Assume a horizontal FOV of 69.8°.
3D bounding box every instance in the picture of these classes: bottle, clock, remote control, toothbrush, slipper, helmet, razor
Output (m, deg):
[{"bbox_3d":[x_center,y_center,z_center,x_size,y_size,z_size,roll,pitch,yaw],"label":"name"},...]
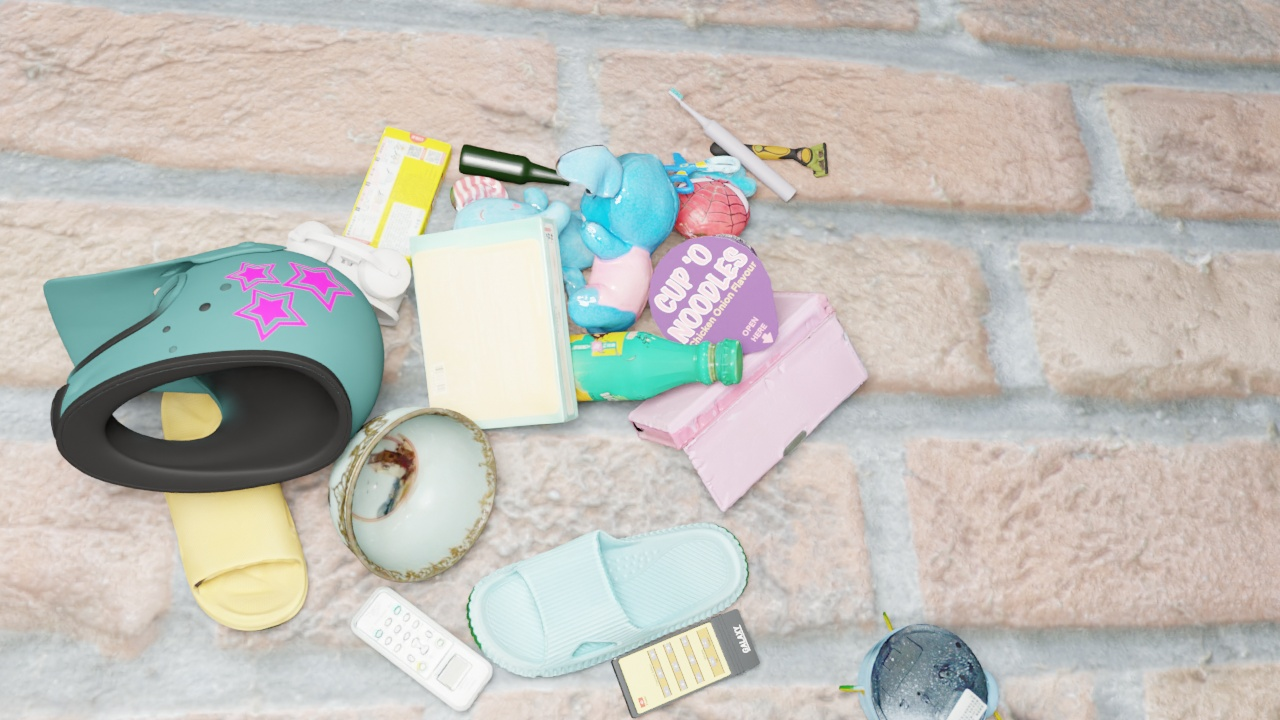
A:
[{"bbox_3d":[-0.139,-0.214,1.025,0.123,0.033,0.033,10,68,-6],"label":"bottle"},{"bbox_3d":[-0.280,-0.082,0.885,0.120,0.159,0.061,20,76,-1],"label":"clock"},{"bbox_3d":[-0.199,0.263,0.837,0.133,0.022,0.050,35,67,5],"label":"remote control"},{"bbox_3d":[0.043,0.287,0.872,0.133,0.013,0.058,-19,73,-16],"label":"remote control"},{"bbox_3d":[-0.005,0.005,0.901,0.210,0.068,0.068,-2,67,17],"label":"bottle"},{"bbox_3d":[0.105,-0.252,1.067,0.188,0.018,0.019,39,90,-6],"label":"toothbrush"},{"bbox_3d":[0.278,0.323,0.872,0.162,0.060,0.117,40,69,6],"label":"clock"},{"bbox_3d":[-0.023,0.217,0.861,0.276,0.070,0.116,-13,75,-15],"label":"slipper"},{"bbox_3d":[-0.360,-0.005,0.780,0.274,0.177,0.200,-7,38,-13],"label":"helmet"},{"bbox_3d":[-0.380,0.116,0.834,0.099,0.079,0.263,-17,70,-15],"label":"slipper"},{"bbox_3d":[0.153,-0.246,1.093,0.144,0.021,0.044,3,69,-6],"label":"razor"}]

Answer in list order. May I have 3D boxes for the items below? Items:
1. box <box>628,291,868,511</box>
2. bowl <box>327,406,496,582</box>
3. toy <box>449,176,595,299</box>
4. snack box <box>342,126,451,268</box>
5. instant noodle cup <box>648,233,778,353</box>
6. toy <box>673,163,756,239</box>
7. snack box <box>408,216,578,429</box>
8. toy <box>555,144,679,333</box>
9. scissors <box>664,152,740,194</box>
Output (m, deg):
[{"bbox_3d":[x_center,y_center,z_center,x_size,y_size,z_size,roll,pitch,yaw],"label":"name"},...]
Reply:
[{"bbox_3d":[0.116,0.038,0.958,0.232,0.107,0.115,-40,114,-22],"label":"box"},{"bbox_3d":[-0.222,0.113,0.841,0.094,0.160,0.159,11,60,39],"label":"bowl"},{"bbox_3d":[-0.107,-0.123,0.962,0.180,0.115,0.183,-18,76,-29],"label":"toy"},{"bbox_3d":[-0.262,-0.178,0.994,0.075,0.025,0.152,15,68,-3],"label":"snack box"},{"bbox_3d":[0.086,-0.075,0.949,0.137,0.121,0.122,34,112,-1],"label":"instant noodle cup"},{"bbox_3d":[0.083,-0.183,1.036,0.092,0.062,0.132,23,57,-1],"label":"toy"},{"bbox_3d":[-0.142,-0.032,0.881,0.142,0.044,0.193,-6,92,19],"label":"snack box"},{"bbox_3d":[-0.024,-0.118,0.914,0.099,0.224,0.191,14,89,17],"label":"toy"},{"bbox_3d":[0.057,-0.217,1.029,0.123,0.016,0.125,-11,32,-4],"label":"scissors"}]
